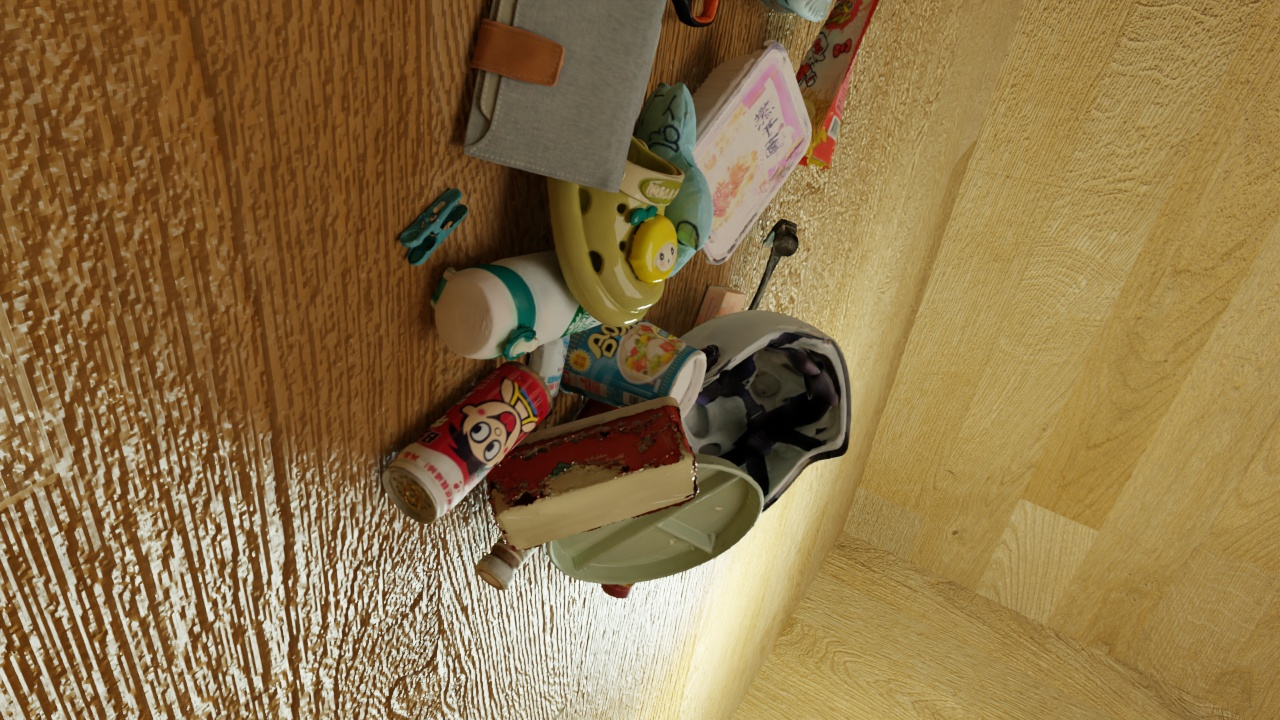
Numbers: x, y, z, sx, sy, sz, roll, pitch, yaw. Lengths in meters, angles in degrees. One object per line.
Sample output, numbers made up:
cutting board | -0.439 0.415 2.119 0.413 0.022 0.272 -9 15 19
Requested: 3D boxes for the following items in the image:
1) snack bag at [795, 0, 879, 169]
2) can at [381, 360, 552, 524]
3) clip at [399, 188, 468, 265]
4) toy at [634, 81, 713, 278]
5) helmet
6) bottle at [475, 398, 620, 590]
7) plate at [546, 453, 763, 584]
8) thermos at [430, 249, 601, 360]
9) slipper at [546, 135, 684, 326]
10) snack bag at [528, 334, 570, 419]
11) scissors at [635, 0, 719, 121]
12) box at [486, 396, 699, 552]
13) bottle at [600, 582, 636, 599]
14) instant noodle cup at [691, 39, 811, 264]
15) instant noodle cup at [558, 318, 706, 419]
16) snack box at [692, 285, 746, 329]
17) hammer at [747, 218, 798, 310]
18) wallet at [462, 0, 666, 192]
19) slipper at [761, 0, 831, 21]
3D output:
snack bag | 0.196 -0.301 0.931 0.128 0.073 0.208 -119 -130 -79
can | -0.123 0.057 0.665 0.132 0.053 0.053 -46 151 -42
clip | -0.127 -0.084 0.566 0.056 0.014 0.046 -54 154 -30
toy | 0.020 -0.135 0.709 0.049 0.161 0.156 2 106 -20
helmet | 0.096 0.044 1.012 0.258 0.146 0.229 -31 129 -3
bottle | -0.075 0.118 0.834 0.205 0.060 0.060 -53 155 -32
plate | 0.015 0.166 0.951 0.231 0.230 0.027 90 -13 -50
thermos | -0.061 -0.047 0.674 0.223 0.073 0.073 -25 134 -60
slipper | -0.015 -0.117 0.626 0.091 0.082 0.190 -27 107 -57
snack bag | -0.077 0.002 0.758 0.048 0.026 0.104 -40 147 -65
scissors | 0.020 -0.285 0.661 0.220 0.022 0.230 -15 117 -70
box | -0.038 0.100 0.753 0.168 0.077 0.091 -16 146 -4
bottle | -0.005 0.198 1.088 0.057 0.057 0.175 -16 126 -63
instant noodle cup | 0.075 -0.191 0.833 0.173 0.060 0.138 -55 144 -13
instant noodle cup | -0.005 0.005 0.814 0.099 0.110 0.099 -49 153 -36
snack box | 0.080 -0.013 1.112 0.084 0.026 0.157 -6 117 -66
hammer | 0.131 -0.029 1.177 0.126 0.032 0.324 -68 178 -67
wallet | -0.047 -0.177 0.553 0.037 0.106 0.130 -127 -129 -69
slipper | 0.153 -0.372 0.855 0.245 0.074 0.104 -55 164 -71
